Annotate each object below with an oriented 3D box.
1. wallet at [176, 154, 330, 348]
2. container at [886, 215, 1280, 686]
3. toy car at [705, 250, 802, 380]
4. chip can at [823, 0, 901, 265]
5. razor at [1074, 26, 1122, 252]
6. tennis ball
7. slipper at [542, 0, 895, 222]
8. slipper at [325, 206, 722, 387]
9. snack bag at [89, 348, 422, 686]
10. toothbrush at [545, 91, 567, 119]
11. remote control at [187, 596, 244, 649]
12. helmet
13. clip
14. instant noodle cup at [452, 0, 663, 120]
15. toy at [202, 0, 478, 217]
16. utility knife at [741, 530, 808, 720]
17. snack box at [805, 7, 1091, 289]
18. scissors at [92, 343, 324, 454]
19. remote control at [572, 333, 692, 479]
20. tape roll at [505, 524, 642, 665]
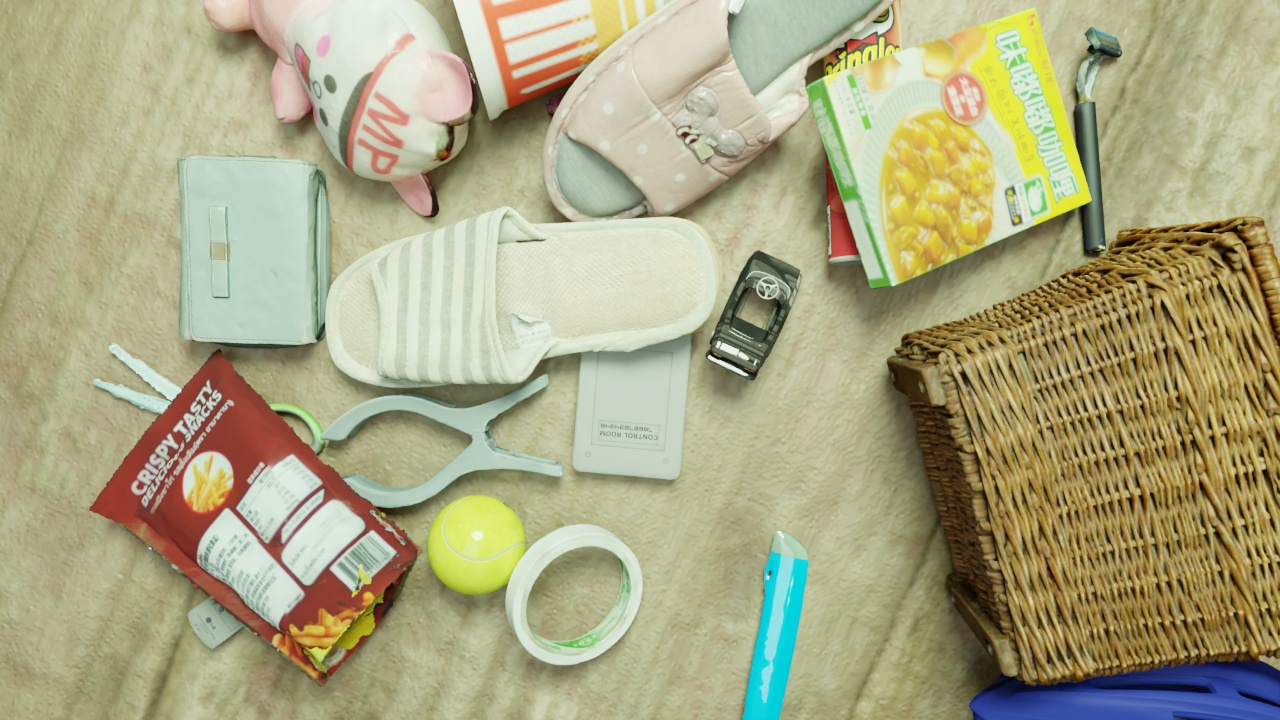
[{"bbox_3d":[-0.266,-0.073,0.625,0.100,0.054,0.131,0,96,3],"label":"wallet"},{"bbox_3d":[0.268,0.064,0.547,0.183,0.162,0.250,-17,94,7],"label":"container"},{"bbox_3d":[0.076,-0.032,0.601,0.040,0.037,0.092,26,60,3],"label":"toy car"},{"bbox_3d":[0.146,-0.172,0.600,0.052,0.052,0.214,-2,92,3],"label":"chip can"},{"bbox_3d":[0.300,-0.144,0.610,0.042,0.022,0.144,-5,97,-42],"label":"razor"},{"bbox_3d":[-0.109,0.123,0.612,0.065,0.065,0.065,0,91,2],"label":"tennis ball"},{"bbox_3d":[0.051,-0.173,0.560,0.275,0.054,0.114,-38,130,20],"label":"slipper"},{"bbox_3d":[-0.083,-0.041,0.602,0.273,0.054,0.114,-9,84,10],"label":"slipper"},{"bbox_3d":[-0.255,0.106,0.609,0.208,0.066,0.139,37,94,7],"label":"snack bag"},{"bbox_3d":[0.027,-0.198,0.622,0.190,0.016,0.016,-17,90,3],"label":"toothbrush"},{"bbox_3d":[-0.257,0.152,0.645,0.136,0.013,0.033,-37,88,3],"label":"remote control"},{"bbox_3d":[0.320,0.285,0.553,0.241,0.148,0.227,2,87,2],"label":"helmet"},{"bbox_3d":[-0.134,0.075,0.632,0.163,0.028,0.115,-11,92,4],"label":"clip"},{"bbox_3d":[-0.056,-0.231,0.580,0.121,0.123,0.123,-17,90,-5],"label":"instant noodle cup"},{"bbox_3d":[-0.186,-0.203,0.593,0.213,0.084,0.142,48,130,6],"label":"toy"},{"bbox_3d":[0.087,0.210,0.630,0.031,0.015,0.185,12,89,5],"label":"utility knife"},{"bbox_3d":[0.197,-0.134,0.576,0.167,0.027,0.132,-23,98,-18],"label":"snack box"},{"bbox_3d":[-0.304,0.033,0.647,0.175,0.032,0.093,35,96,-3],"label":"scissors"},{"bbox_3d":[-0.004,0.004,0.627,0.074,0.019,0.151,5,92,3],"label":"remote control"},{"bbox_3d":[-0.043,0.156,0.611,0.093,0.018,0.094,-8,108,-25],"label":"tape roll"}]
